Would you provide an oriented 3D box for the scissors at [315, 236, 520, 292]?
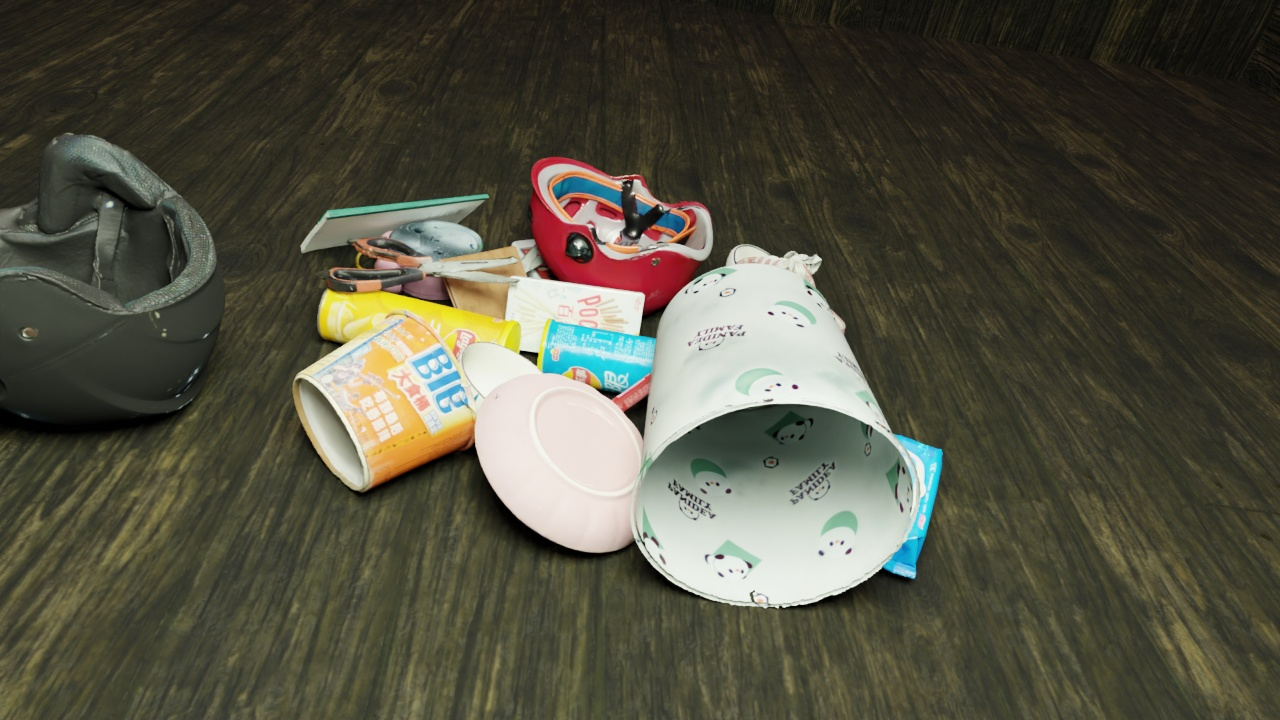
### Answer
[{"bbox_3d":[-0.252,-0.106,1.038,0.224,0.015,0.188,24,36,28],"label":"scissors"}]

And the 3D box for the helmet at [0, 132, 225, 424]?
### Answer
[{"bbox_3d":[-0.522,-0.053,0.835,0.274,0.231,0.233,-4,42,-6],"label":"helmet"}]

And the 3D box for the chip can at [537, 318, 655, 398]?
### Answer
[{"bbox_3d":[-0.006,0.006,1.018,0.210,0.071,0.071,10,34,0],"label":"chip can"}]

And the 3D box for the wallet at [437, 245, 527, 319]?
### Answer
[{"bbox_3d":[-0.176,-0.077,1.094,0.101,0.020,0.115,-17,77,-32],"label":"wallet"}]

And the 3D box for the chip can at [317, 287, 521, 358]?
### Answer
[{"bbox_3d":[-0.243,-0.032,1.015,0.213,0.072,0.071,13,34,7],"label":"chip can"}]

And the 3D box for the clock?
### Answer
[{"bbox_3d":[-0.278,-0.126,1.157,0.158,0.060,0.117,2,35,-15],"label":"clock"}]

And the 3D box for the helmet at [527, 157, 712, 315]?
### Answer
[{"bbox_3d":[-0.040,-0.144,1.156,0.240,0.144,0.206,24,33,3],"label":"helmet"}]

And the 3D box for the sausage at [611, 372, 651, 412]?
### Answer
[{"bbox_3d":[-0.012,0.039,0.962,0.155,0.020,0.020,-35,47,-10],"label":"sausage"}]

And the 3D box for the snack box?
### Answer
[{"bbox_3d":[-0.078,-0.047,1.065,0.157,0.085,0.027,8,6,-3],"label":"snack box"}]

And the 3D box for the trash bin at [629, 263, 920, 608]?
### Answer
[{"bbox_3d":[0.107,0.052,0.832,0.229,0.230,0.251,7,34,-4],"label":"trash bin"}]

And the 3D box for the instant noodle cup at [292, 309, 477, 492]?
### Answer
[{"bbox_3d":[-0.239,0.042,0.846,0.151,0.152,0.111,34,49,31],"label":"instant noodle cup"}]

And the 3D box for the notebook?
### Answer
[{"bbox_3d":[-0.317,-0.178,1.181,0.208,0.012,0.151,-14,-2,-33],"label":"notebook"}]

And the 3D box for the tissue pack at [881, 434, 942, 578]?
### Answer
[{"bbox_3d":[0.233,0.130,0.881,0.095,0.052,0.156,20,52,11],"label":"tissue pack"}]

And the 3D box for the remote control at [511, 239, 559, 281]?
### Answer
[{"bbox_3d":[-0.128,-0.126,1.229,0.055,0.020,0.136,-9,38,-24],"label":"remote control"}]

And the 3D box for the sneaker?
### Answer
[{"bbox_3d":[0.196,-0.103,1.215,0.118,0.088,0.241,-8,38,-24],"label":"sneaker"}]

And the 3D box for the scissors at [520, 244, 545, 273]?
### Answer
[{"bbox_3d":[-0.161,-0.118,1.156,0.144,0.012,0.169,23,54,-28],"label":"scissors"}]

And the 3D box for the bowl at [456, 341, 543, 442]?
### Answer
[{"bbox_3d":[-0.144,0.044,0.913,0.116,0.066,0.116,32,24,-17],"label":"bowl"}]

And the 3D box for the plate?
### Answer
[{"bbox_3d":[-0.058,0.083,0.843,0.192,0.039,0.192,27,37,-23],"label":"plate"}]
